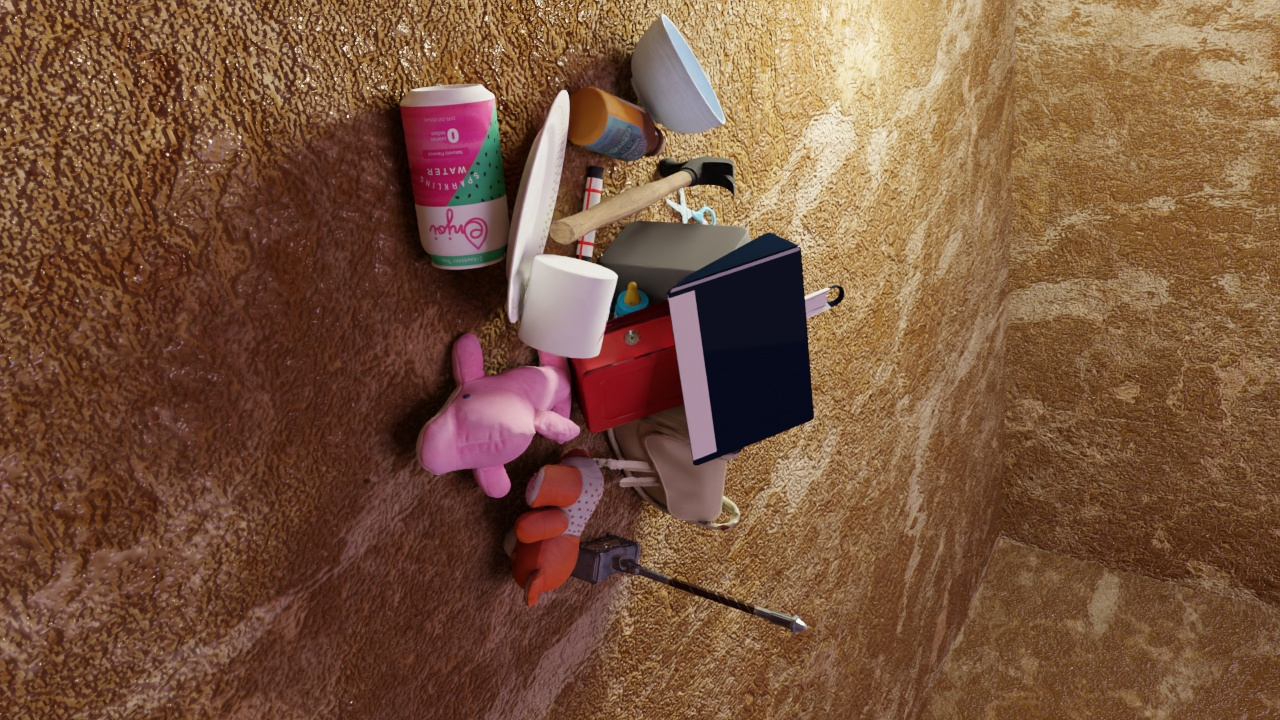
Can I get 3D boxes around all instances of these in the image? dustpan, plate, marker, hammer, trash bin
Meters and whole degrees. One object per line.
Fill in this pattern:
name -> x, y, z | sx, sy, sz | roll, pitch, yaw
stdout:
dustpan -> 0.153, -0.032, 1.116 | 0.272, 0.080, 0.236 | -19, 120, -17
plate -> -0.111, -0.159, 0.950 | 0.242, 0.016, 0.242 | -176, -80, -89
marker -> -0.064, -0.163, 1.118 | 0.019, 0.019, 0.145 | 3, 97, -56
hammer -> 0.005, -0.197, 1.112 | 0.304, 0.132, 0.040 | -33, 126, -45
hammer -> 0.060, 0.286, 1.154 | 0.098, 0.323, 0.044 | 2, 98, -56
trash bin -> 0.074, -0.064, 1.197 | 0.097, 0.192, 0.220 | -55, 138, -32

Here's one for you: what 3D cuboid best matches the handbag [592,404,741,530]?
handbag -> 0.042, 0.146, 1.234 | 0.131, 0.184, 0.229 | -53, 155, -29

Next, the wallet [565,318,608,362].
wallet -> -0.071, -0.048, 1.116 | 0.086, 0.032, 0.116 | -55, 150, -23

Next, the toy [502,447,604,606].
toy -> -0.106, 0.192, 1.083 | 0.163, 0.093, 0.172 | -26, 136, -81

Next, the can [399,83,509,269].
can -> -0.176, -0.178, 0.886 | 0.088, 0.088, 0.166 | -30, 123, -49

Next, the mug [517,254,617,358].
mug -> -0.087, -0.065, 1.007 | 0.091, 0.121, 0.090 | 4, 108, -35

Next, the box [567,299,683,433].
box -> -0.008, 0.005, 1.121 | 0.158, 0.086, 0.129 | -18, 144, -12

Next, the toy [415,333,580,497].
toy -> -0.129, 0.058, 0.990 | 0.264, 0.128, 0.187 | -36, 122, -59

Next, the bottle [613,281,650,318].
bottle -> -0.009, -0.047, 1.160 | 0.051, 0.051, 0.146 | -53, 157, -33

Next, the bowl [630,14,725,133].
bowl -> 0.036, -0.343, 1.141 | 0.150, 0.075, 0.150 | 52, 21, -29

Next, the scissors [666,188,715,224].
scissors -> 0.067, -0.190, 1.315 | 0.136, 0.015, 0.126 | 18, 84, -50

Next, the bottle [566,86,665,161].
bottle -> -0.022, -0.276, 1.103 | 0.156, 0.068, 0.068 | 2, 98, -56
